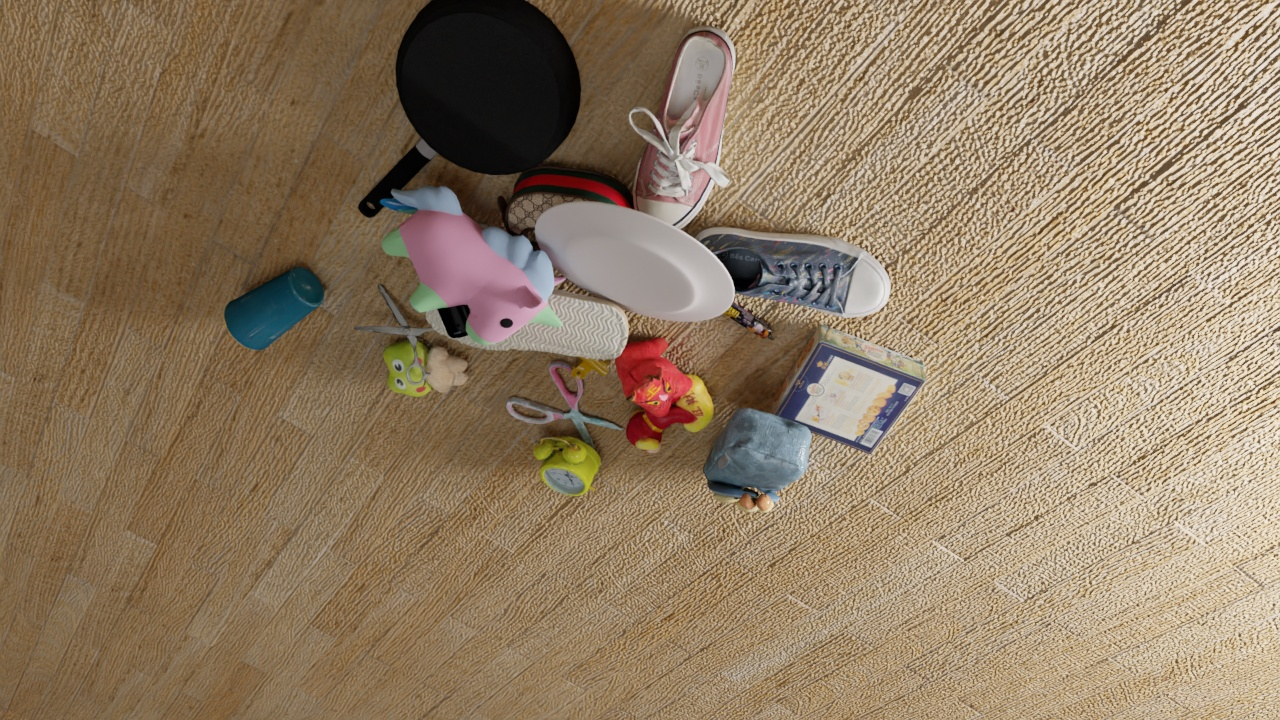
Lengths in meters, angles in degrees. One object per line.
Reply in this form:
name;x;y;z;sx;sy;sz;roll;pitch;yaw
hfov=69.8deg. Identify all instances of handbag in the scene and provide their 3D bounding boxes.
handbag;0.151;0.142;1.208;0.122;0.118;0.192;17;159;-2
handbag;-0.087;-0.158;1.085;0.166;0.063;0.139;8;138;8

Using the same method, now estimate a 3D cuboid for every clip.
clip;-0.071;0.003;1.229;0.054;0.045;0.048;39;151;-19

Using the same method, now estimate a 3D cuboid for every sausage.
sausage;0.104;-0.068;1.135;0.155;0.020;0.020;31;128;-12

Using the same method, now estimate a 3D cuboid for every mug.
mug;-0.488;-0.074;1.233;0.122;0.078;0.078;-27;118;24

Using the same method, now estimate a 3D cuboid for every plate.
plate;-0.011;-0.103;1.055;0.242;0.016;0.243;18;159;7

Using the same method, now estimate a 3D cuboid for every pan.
pan;-0.222;-0.261;1.042;0.357;0.044;0.204;-34;114;31

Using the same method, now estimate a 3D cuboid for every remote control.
remote control;-0.251;-0.097;1.147;0.041;0.020;0.152;-12;110;23

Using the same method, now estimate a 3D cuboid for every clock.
clock;-0.107;0.144;1.320;0.083;0.056;0.119;1;137;24

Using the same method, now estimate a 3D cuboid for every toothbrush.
toothbrush;-0.248;-0.176;1.115;0.135;0.017;0.022;16;157;-15

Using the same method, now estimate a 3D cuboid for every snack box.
snack box;0.262;0.039;1.168;0.145;0.042;0.145;21;130;-4

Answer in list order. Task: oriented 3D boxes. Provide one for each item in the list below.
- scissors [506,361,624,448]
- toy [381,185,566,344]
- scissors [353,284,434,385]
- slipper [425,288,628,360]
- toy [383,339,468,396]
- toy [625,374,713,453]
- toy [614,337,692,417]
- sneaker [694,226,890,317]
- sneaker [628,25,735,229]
scissors;-0.114;0.071;1.301;0.169;0.014;0.170;-11;128;19
toy;-0.196;-0.118;1.075;0.171;0.120;0.222;-20;105;17
scissors;-0.296;-0.039;1.233;0.175;0.014;0.141;-9;100;2
slipper;-0.145;-0.059;1.175;0.273;0.053;0.115;9;125;12
toy;-0.297;0.013;1.275;0.118;0.043;0.092;4;122;6
toy;0.032;0.069;1.236;0.105;0.067;0.138;44;116;-13
toy;-0.007;0.007;1.168;0.133;0.094;0.088;38;104;26
sneaker;0.169;-0.101;1.045;0.235;0.079;0.087;13;112;6
sneaker;0.044;-0.229;0.977;0.118;0.087;0.242;15;129;1
